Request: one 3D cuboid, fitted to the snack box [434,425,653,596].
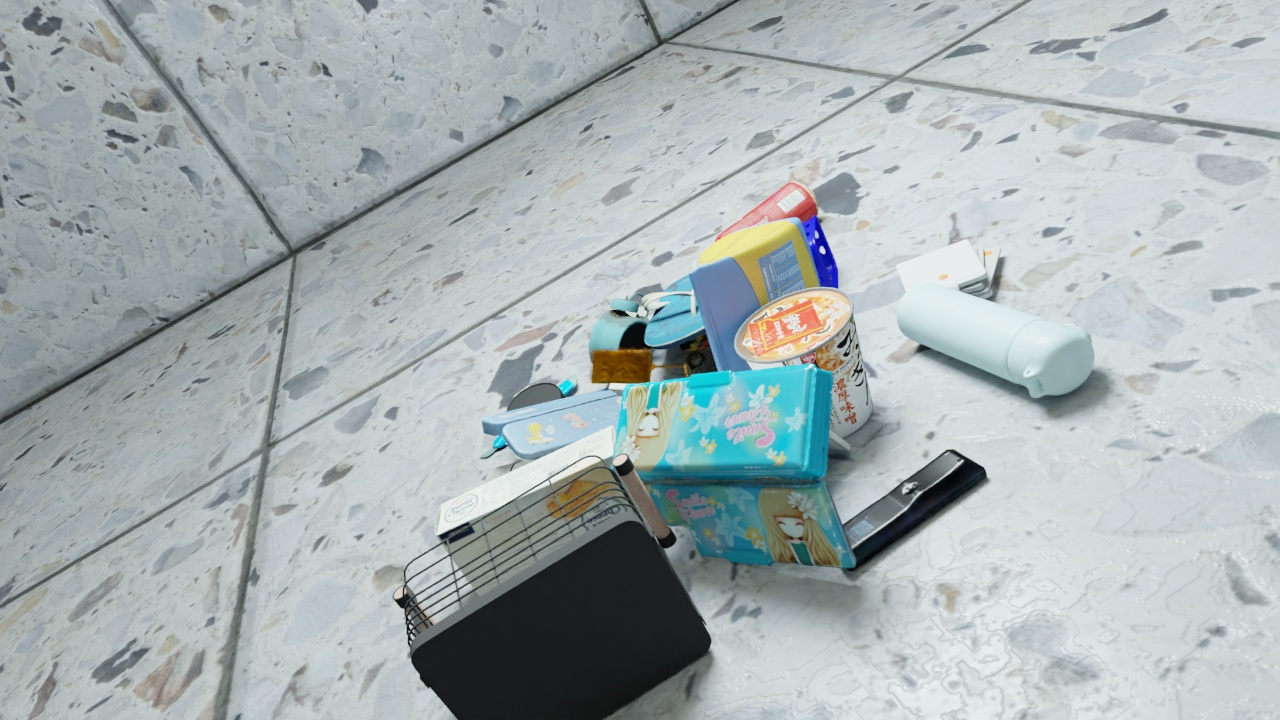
[{"bbox_3d":[-0.096,0.162,0.953,0.208,0.104,0.057,-25,25,8],"label":"snack box"}]

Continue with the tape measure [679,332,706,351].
[{"bbox_3d":[0.075,-0.043,1.212,0.063,0.038,0.067,-8,34,36],"label":"tape measure"}]

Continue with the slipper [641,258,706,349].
[{"bbox_3d":[0.051,-0.084,1.194,0.118,0.060,0.294,-31,14,13],"label":"slipper"}]

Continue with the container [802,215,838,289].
[{"bbox_3d":[0.187,-0.119,1.187,0.114,0.085,0.084,-18,28,23],"label":"container"}]

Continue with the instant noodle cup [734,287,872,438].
[{"bbox_3d":[0.176,0.011,0.934,0.124,0.122,0.123,-22,28,12],"label":"instant noodle cup"}]

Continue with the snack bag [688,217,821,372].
[{"bbox_3d":[0.121,-0.055,1.013,0.102,0.159,0.204,-8,17,34],"label":"snack bag"}]

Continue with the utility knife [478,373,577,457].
[{"bbox_3d":[-0.149,0.076,1.245,0.174,0.015,0.031,-38,26,-15],"label":"utility knife"}]

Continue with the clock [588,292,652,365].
[{"bbox_3d":[-0.018,-0.033,1.226,0.053,0.090,0.124,14,66,38],"label":"clock"}]

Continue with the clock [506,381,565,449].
[{"bbox_3d":[-0.128,0.078,1.179,0.091,0.042,0.120,-19,37,9],"label":"clock"}]

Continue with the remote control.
[{"bbox_3d":[0.227,0.125,0.798,0.150,0.022,0.047,-33,28,-8],"label":"remote control"}]

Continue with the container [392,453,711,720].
[{"bbox_3d":[-0.075,0.208,0.788,0.241,0.163,0.130,-31,27,-4],"label":"container"}]

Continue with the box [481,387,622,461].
[{"bbox_3d":[-0.074,0.064,1.090,0.208,0.034,0.127,-14,19,-29],"label":"box"}]

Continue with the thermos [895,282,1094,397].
[{"bbox_3d":[0.342,-0.024,0.899,0.078,0.065,0.207,-36,28,-10],"label":"thermos"}]

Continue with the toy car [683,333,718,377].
[{"bbox_3d":[0.091,-0.010,1.132,0.111,0.047,0.047,-39,29,-21],"label":"toy car"}]

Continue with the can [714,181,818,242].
[{"bbox_3d":[0.181,-0.192,1.335,0.170,0.067,0.067,-38,29,-17],"label":"can"}]

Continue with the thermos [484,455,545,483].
[{"bbox_3d":[-0.079,0.129,1.046,0.225,0.052,0.052,-14,31,26],"label":"thermos"}]

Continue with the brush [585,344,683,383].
[{"bbox_3d":[-0.007,0.006,1.146,0.127,0.017,0.048,-1,77,26],"label":"brush"}]

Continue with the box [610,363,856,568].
[{"bbox_3d":[0.072,0.099,0.817,0.228,0.182,0.071,-8,-1,44],"label":"box"}]

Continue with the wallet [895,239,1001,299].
[{"bbox_3d":[0.358,-0.098,1.044,0.115,0.037,0.118,-20,25,16],"label":"wallet"}]

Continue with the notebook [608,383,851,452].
[{"bbox_3d":[0.088,0.057,0.929,0.210,0.142,0.009,1,67,44],"label":"notebook"}]
